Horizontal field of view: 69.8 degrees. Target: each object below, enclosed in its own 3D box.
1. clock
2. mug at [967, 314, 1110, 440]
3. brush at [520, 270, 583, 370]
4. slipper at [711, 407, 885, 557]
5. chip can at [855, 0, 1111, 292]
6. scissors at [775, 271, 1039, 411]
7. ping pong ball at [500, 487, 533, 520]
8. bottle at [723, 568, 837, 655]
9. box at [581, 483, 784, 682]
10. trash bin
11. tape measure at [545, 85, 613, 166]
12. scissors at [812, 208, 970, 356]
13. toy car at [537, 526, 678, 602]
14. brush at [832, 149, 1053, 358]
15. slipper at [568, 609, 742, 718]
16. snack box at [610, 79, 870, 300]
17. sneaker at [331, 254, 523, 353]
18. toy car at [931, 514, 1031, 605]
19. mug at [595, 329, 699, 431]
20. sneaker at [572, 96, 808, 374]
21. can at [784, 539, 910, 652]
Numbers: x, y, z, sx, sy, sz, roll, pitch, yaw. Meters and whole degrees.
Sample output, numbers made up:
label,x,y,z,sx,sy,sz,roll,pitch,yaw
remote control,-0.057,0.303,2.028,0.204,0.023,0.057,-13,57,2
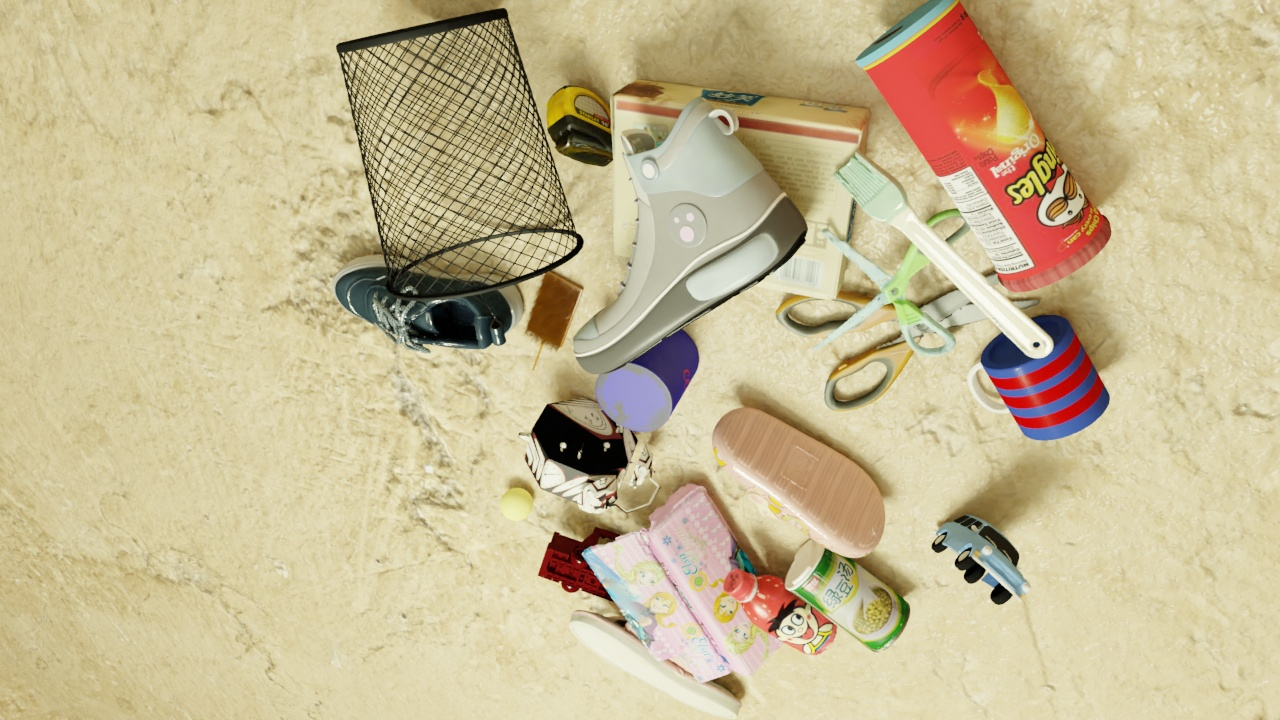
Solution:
label,x,y,z,sx,sy,sz,roll,pitch,yaw
clock,-0.046,0.100,0.967,0.155,0.114,0.065,36,131,21
mug,0.326,0.016,0.778,0.076,0.074,0.112,54,152,-15
brush,-0.099,-0.034,0.968,0.048,0.017,0.127,28,129,5
slipper,0.152,0.124,0.924,0.197,0.093,0.082,37,149,1
chip can,0.253,-0.159,0.679,0.087,0.086,0.213,-30,105,36
scissors,0.238,-0.020,0.824,0.226,0.016,0.175,-4,119,25
ping pong ball,-0.151,0.175,1.118,0.040,0.040,0.040,12,126,17
bottle,0.150,0.271,1.008,0.137,0.061,0.062,34,132,-24
box,0.057,0.267,1.029,0.161,0.062,0.230,-31,109,0
trash bin,-0.162,-0.184,0.804,0.184,0.183,0.210,-1,115,25
tape measure,-0.053,-0.205,0.802,0.037,0.065,0.064,-27,71,39
scissors,0.212,-0.059,0.768,0.173,0.021,0.172,34,119,-26
toy car,-0.031,0.251,1.096,0.170,0.061,0.070,19,128,0
brush,0.236,-0.078,0.708,0.217,0.012,0.033,43,128,-2
slipper,0.024,0.369,1.141,0.274,0.054,0.114,40,148,-25
snack box,0.079,-0.147,0.786,0.207,0.055,0.153,13,126,17
sneaker,-0.238,-0.053,0.975,0.236,0.087,0.089,7,124,21
toy car,0.317,0.179,0.850,0.056,0.153,0.055,44,92,4
mug,-0.005,0.005,0.909,0.111,0.083,0.079,34,129,0
sneaker,0.004,-0.100,0.769,0.257,0.092,0.160,-30,98,38
can,0.219,0.248,0.978,0.121,0.067,0.068,37,129,-2
